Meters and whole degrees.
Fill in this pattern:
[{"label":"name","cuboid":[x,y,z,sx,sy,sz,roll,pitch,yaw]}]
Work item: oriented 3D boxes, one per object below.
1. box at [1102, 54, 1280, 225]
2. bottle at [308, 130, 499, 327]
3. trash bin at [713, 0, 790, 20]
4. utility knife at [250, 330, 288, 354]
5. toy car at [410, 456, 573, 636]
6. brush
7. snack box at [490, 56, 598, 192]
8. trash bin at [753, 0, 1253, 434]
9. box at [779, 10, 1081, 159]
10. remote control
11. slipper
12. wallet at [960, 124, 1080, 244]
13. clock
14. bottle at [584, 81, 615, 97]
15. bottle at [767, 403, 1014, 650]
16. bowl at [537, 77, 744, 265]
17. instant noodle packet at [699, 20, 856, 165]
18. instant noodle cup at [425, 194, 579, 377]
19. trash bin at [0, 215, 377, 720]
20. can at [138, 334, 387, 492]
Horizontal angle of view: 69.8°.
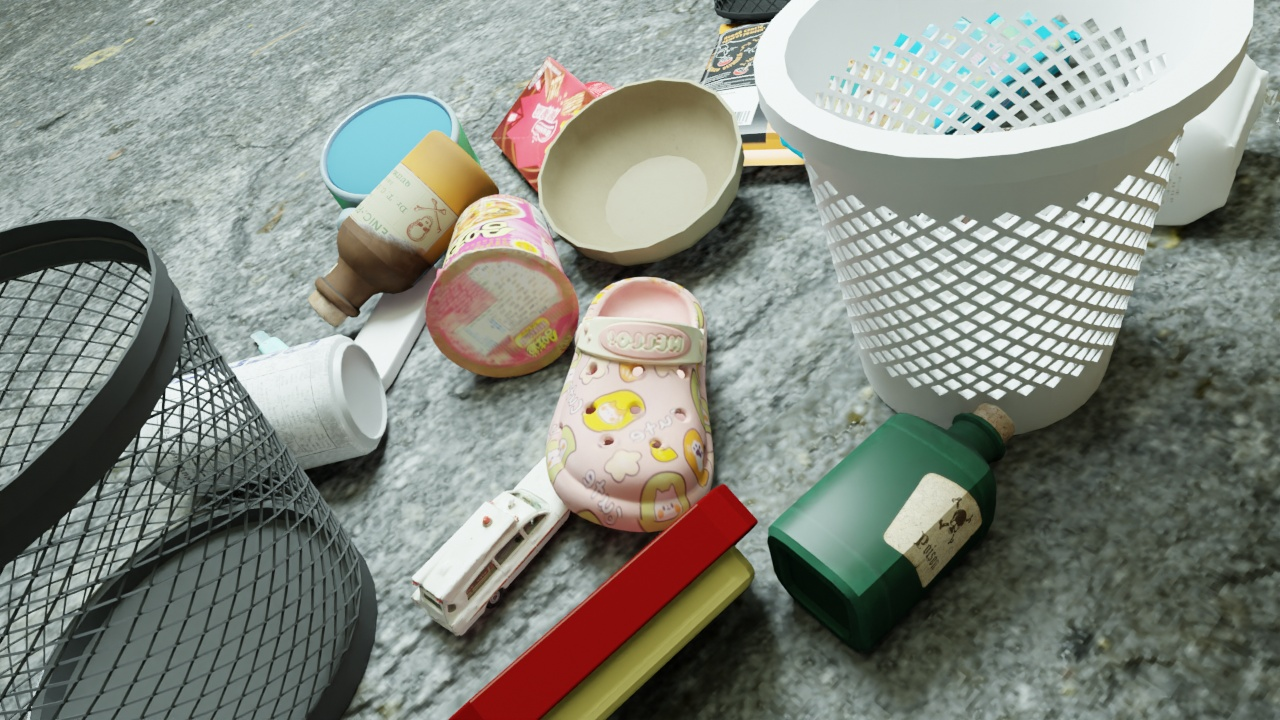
[{"label":"box","cuboid":[0.359,-0.142,0.547,0.142,0.083,0.139,10,50,36]},{"label":"bottle","cuboid":[-0.180,-0.090,0.673,0.157,0.068,0.068,-47,47,-4]},{"label":"trash bin","cuboid":[0.123,-0.421,0.793,0.184,0.210,0.183,-9,31,5]},{"label":"utility knife","cuboid":[-0.260,0.003,0.678,0.022,0.015,0.126,-42,44,-19]},{"label":"toy car","cuboid":[-0.075,0.093,0.498,0.039,0.039,0.112,22,57,35]},{"label":"brush","cuboid":[-0.012,0.128,0.415,0.173,0.082,0.042,-38,76,-18]},{"label":"snack box","cuboid":[-0.072,-0.192,0.767,0.089,0.021,0.133,-52,44,12]},{"label":"trash bin","cuboid":[0.170,-0.076,0.459,0.196,0.200,0.195,-10,44,10]},{"label":"box","cuboid":[0.211,-0.200,0.662,0.226,0.041,0.094,-35,63,-20]},{"label":"remote control","cuboid":[-0.183,-0.022,0.673,0.043,0.013,0.136,0,47,20]},{"label":"slipper","cuboid":[-0.003,0.003,0.523,0.093,0.082,0.196,3,42,1]},{"label":"wallet","cuboid":[0.245,-0.109,0.596,0.072,0.019,0.122,3,48,23]},{"label":"clock","cuboid":[-0.196,-0.143,0.761,0.122,0.075,0.161,-15,56,4]},{"label":"bottle","cuboid":[-0.025,-0.209,0.779,0.042,0.042,0.141,-34,44,-14]},{"label":"bottle","cuboid":[0.127,0.067,0.433,0.131,0.061,0.061,-38,48,-18]},{"label":"bowl","cuboid":[0.005,-0.130,0.668,0.152,0.050,0.152,-9,61,17]},{"label":"instant noodle packet","cuboid":[0.120,-0.225,0.748,0.160,0.032,0.220,3,48,20]},{"label":"instant noodle cup","cuboid":[-0.094,-0.058,0.625,0.098,0.098,0.108,-17,35,3]},{"label":"trash bin","cuboid":[-0.262,0.090,0.433,0.218,0.227,0.217,-10,44,10]},{"label":"can","cuboid":[-0.240,0.036,0.589,0.136,0.078,0.078,-14,44,7]}]
